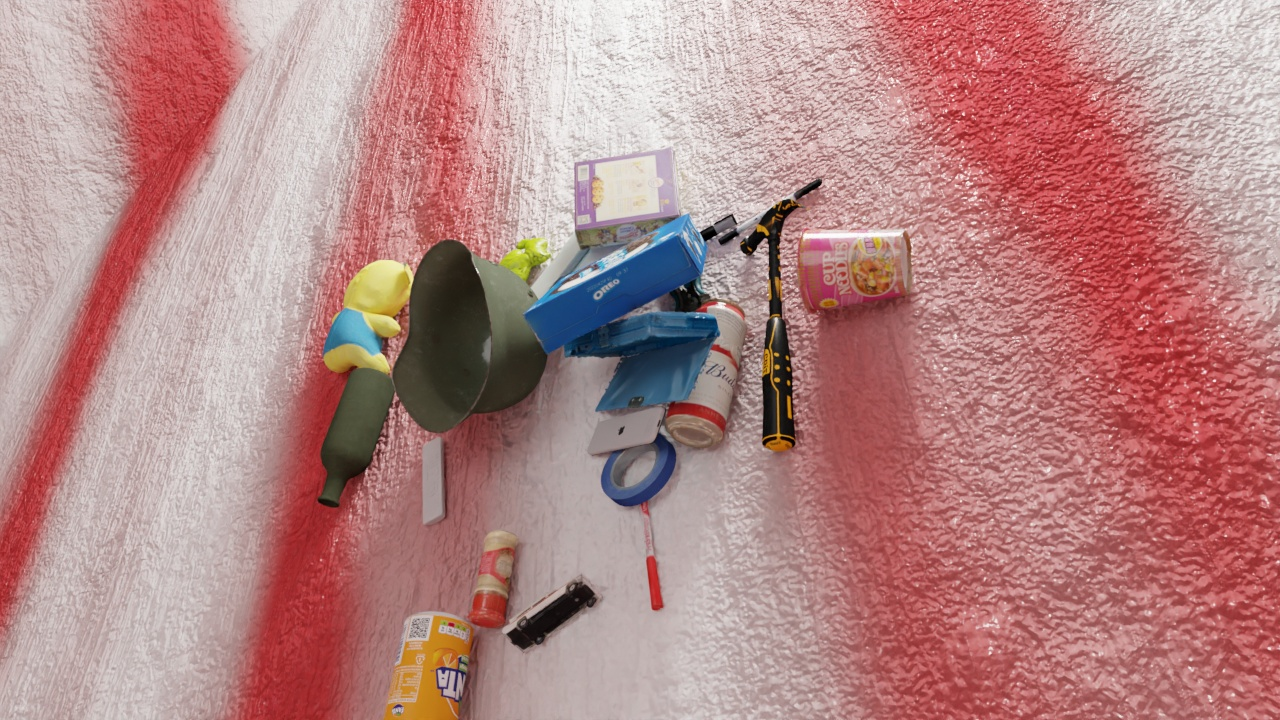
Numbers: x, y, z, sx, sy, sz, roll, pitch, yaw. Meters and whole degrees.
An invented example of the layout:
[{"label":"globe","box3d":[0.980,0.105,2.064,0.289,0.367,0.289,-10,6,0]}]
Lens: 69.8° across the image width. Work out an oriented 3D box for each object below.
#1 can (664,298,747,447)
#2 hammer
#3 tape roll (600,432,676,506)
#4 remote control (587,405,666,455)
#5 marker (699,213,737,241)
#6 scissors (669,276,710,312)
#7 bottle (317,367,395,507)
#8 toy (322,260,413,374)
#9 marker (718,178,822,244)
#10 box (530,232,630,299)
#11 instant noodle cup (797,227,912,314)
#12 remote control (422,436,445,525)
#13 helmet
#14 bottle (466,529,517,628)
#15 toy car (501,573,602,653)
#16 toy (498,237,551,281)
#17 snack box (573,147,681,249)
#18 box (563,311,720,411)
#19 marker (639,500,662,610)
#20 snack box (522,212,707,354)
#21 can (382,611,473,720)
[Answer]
[{"label":"can","box3d":[0.077,0.014,1.049,0.067,0.067,0.169,-5,56,34]},{"label":"hammer","box3d":[0.155,-0.046,1.041,0.124,0.036,0.319,-42,37,50]},{"label":"tape roll","box3d":[-0.003,0.123,1.049,0.093,0.016,0.091,4,57,48]},{"label":"remote control","box3d":[-0.018,0.083,1.069,0.147,0.008,0.045,-19,45,56]},{"label":"marker","box3d":[0.064,-0.155,1.220,0.141,0.016,0.016,-27,46,18]},{"label":"scissors","box3d":[0.061,-0.091,1.174,0.128,0.019,0.153,9,63,41]},{"label":"bottle","box3d":[-0.420,0.113,1.336,0.072,0.071,0.206,-9,54,31]},{"label":"toy","box3d":[-0.440,-0.078,1.485,0.149,0.084,0.213,1,62,35]},{"label":"marker","box3d":[0.166,-0.191,1.176,0.152,0.011,0.011,-30,46,15]},{"label":"box","box3d":[-0.085,-0.129,1.298,0.136,0.049,0.197,27,77,44]},{"label":"instant noodle cup","box3d":[0.237,-0.103,1.006,0.109,0.098,0.097,-3,57,26]},{"label":"remote control","box3d":[-0.278,0.162,1.238,0.033,0.012,0.130,-30,46,18]},{"label":"helmet","box3d":[-0.212,-0.035,1.222,0.228,0.153,0.267,-46,58,32]},{"label":"bottle","box3d":[-0.171,0.254,1.070,0.044,0.044,0.108,-15,51,27]},{"label":"toy car","box3d":[-0.098,0.273,1.008,0.113,0.039,0.039,-37,23,6]},{"label":"toy","box3d":[-0.178,-0.146,1.379,0.094,0.036,0.094,-24,46,11]},{"label":"snack box","box3d":[-0.019,-0.228,1.283,0.148,0.041,0.143,-7,52,6]},{"label":"box","box3d":[-0.006,0.008,1.061,0.232,0.094,0.102,-11,78,61]},{"label":"marker","box3d":[0.010,0.204,0.997,0.013,0.013,0.142,-25,47,19]},{"label":"snack box","box3d":[-0.021,-0.097,1.089,0.196,0.056,0.238,-26,10,11]},{"label":"can","box3d":[-0.235,0.356,1.013,0.079,0.079,0.142,-15,51,27]}]
